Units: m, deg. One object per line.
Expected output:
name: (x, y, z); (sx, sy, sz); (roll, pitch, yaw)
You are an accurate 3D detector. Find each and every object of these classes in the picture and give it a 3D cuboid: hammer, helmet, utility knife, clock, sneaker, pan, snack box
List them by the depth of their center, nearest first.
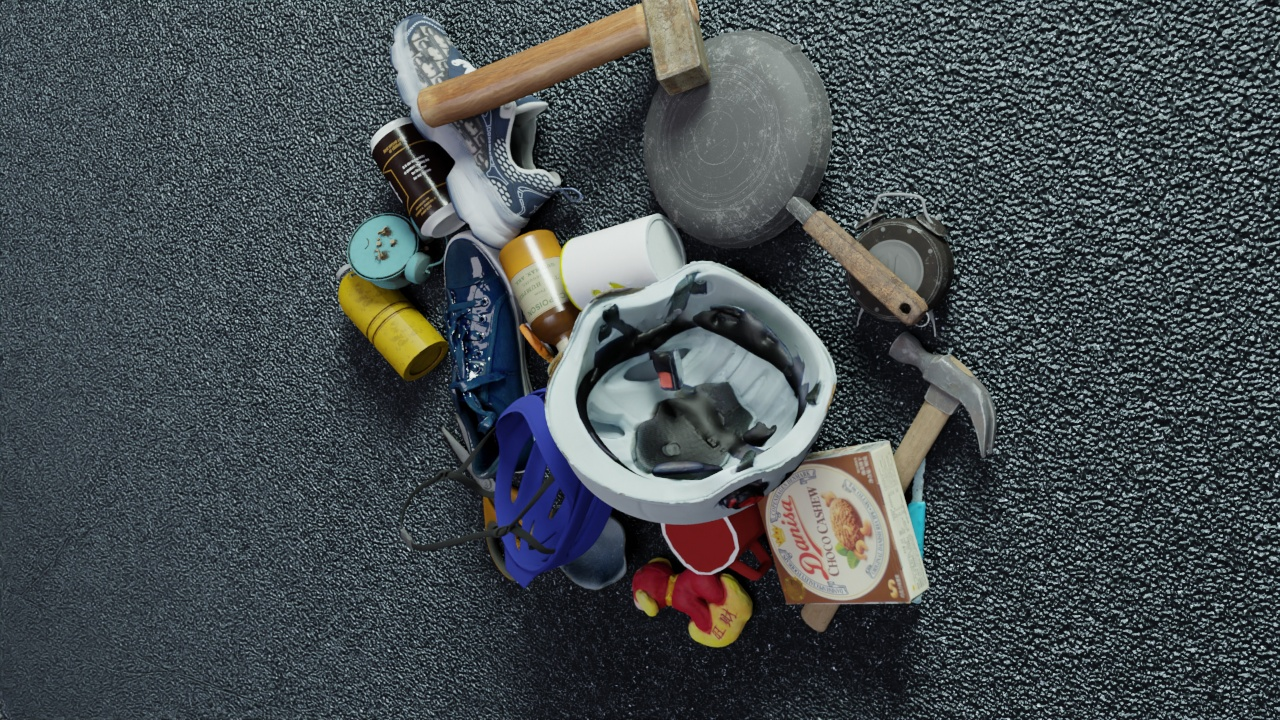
clock: (0.232, -0.087, 0.816); (0.091, 0.043, 0.123); (10, 105, 33)
pan: (0.127, -0.154, 0.834); (0.357, 0.040, 0.208); (49, 121, 24)
helmet: (0.041, 0.052, 0.858); (0.236, 0.263, 0.164); (43, 154, 27)
utility knife: (0.265, 0.159, 0.880); (0.022, 0.015, 0.158); (13, 109, 37)
hammer: (0.228, 0.140, 0.882); (0.119, 0.030, 0.332); (40, 122, 31)
snack box: (0.187, 0.160, 0.885); (0.147, 0.041, 0.143); (-16, 89, 45)
hammer: (-0.089, -0.297, 0.893); (0.301, 0.037, 0.157); (-15, 75, 20)
helmet: (-0.127, 0.121, 0.938); (0.148, 0.227, 0.242); (30, 113, 47)
sneaker: (-0.165, -0.264, 0.993); (0.133, 0.103, 0.269); (-26, 89, 19)
sneaker: (-0.189, 0.000, 1.050); (0.121, 0.127, 0.294); (-5, 99, 34)
clock: (-0.288, -0.131, 1.102); (0.124, 0.053, 0.090); (-2, 71, 9)

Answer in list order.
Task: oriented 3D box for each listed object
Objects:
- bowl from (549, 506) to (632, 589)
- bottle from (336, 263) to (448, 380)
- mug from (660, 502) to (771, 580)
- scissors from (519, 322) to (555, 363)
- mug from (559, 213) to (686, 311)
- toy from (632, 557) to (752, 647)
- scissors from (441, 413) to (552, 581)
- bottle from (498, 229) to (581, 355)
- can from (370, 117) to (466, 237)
bowl: (-0.050, 0.203, 1.059); (0.110, 0.055, 0.110); (9, 108, 29)
bottle: (-0.320, -0.055, 1.145); (0.164, 0.070, 0.071); (46, 121, 13)
mug: (0.090, 0.174, 0.941); (0.081, 0.096, 0.116); (-39, 82, 33)
scissors: (-0.094, 0.006, 1.046); (0.012, 0.084, 0.133); (-39, 107, 2)
mug: (-0.017, -0.099, 0.942); (0.106, 0.082, 0.082); (-13, 96, 32)
toy: (0.056, 0.257, 1.009); (0.137, 0.067, 0.106); (15, 106, 19)
scissors: (-0.173, 0.164, 1.148); (0.166, 0.016, 0.225); (-23, 89, 33)
bottle: (-0.093, -0.059, 0.995); (0.068, 0.067, 0.157); (-34, 76, 33)
can: (-0.251, -0.210, 1.060); (0.072, 0.071, 0.128); (-38, 82, 33)
